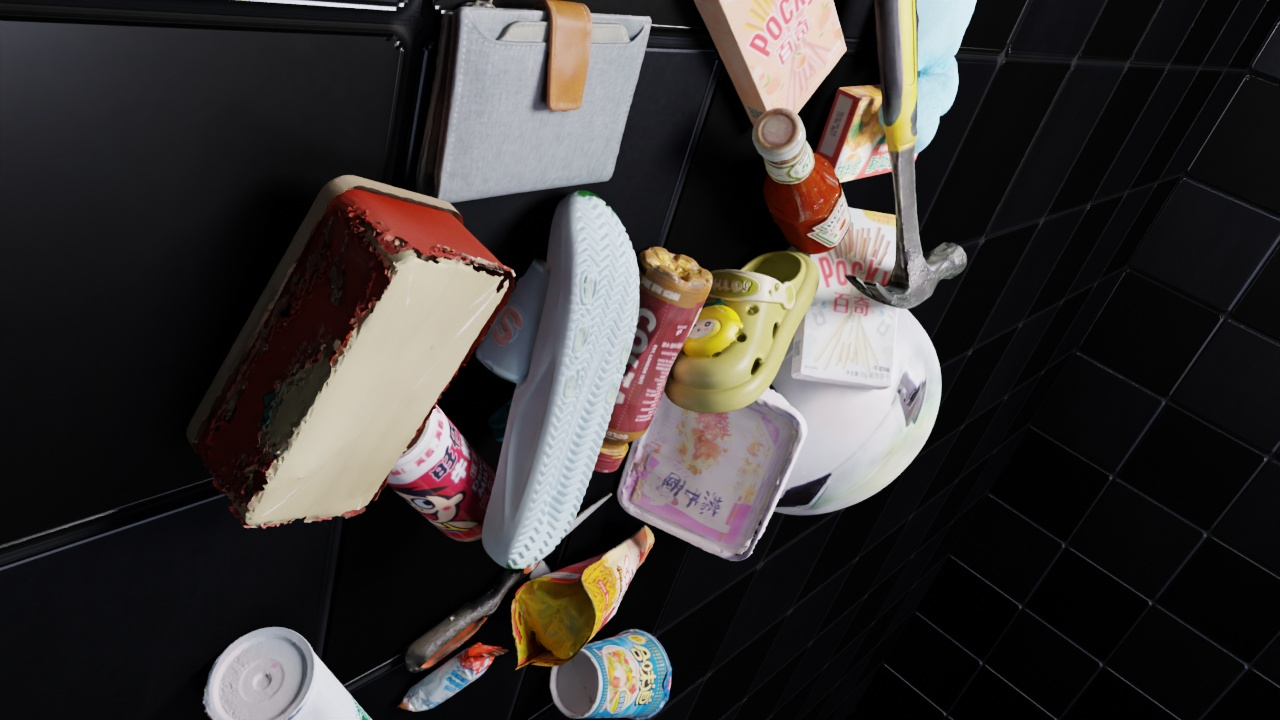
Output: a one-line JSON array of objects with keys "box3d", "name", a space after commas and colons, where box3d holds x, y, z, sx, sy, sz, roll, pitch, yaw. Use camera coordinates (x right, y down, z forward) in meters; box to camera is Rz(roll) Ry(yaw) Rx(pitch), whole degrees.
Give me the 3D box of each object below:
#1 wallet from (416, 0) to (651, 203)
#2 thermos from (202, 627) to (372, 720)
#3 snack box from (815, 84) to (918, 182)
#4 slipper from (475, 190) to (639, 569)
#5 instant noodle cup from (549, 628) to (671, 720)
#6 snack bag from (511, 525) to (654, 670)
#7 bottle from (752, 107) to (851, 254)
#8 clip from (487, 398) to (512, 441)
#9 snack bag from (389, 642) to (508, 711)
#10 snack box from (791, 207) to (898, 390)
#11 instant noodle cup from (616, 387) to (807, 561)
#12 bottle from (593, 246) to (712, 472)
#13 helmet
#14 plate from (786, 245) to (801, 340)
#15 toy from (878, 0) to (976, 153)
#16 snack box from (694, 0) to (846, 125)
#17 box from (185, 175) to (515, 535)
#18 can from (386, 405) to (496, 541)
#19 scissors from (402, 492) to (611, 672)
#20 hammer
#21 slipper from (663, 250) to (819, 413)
[{"box3d": [-0.052, -0.137, 0.487, 0.129, 0.037, 0.107, -19, 138, -45], "name": "wallet"}, {"box3d": [-0.222, 0.261, 0.641, 0.073, 0.073, 0.225, -39, 149, -25], "name": "thermos"}, {"box3d": [0.210, -0.204, 0.812, 0.155, 0.027, 0.077, -21, 137, -45], "name": "snack box"}, {"box3d": [-0.062, 0.013, 0.594, 0.104, 0.074, 0.245, 4, 102, -67], "name": "slipper"}, {"box3d": [-0.037, 0.342, 0.987, 0.109, 0.099, 0.099, 18, 106, -51], "name": "instant noodle cup"}, {"box3d": [-0.047, 0.219, 0.852, 0.128, 0.073, 0.207, -57, 165, 6], "name": "snack bag"}, {"box3d": [0.121, -0.134, 0.697, 0.060, 0.060, 0.206, -55, 160, 2], "name": "bottle"}, {"box3d": [-0.084, 0.034, 0.651, 0.056, 0.014, 0.046, -42, 148, -18], "name": "clip"}, {"box3d": [-0.159, 0.264, 0.761, 0.104, 0.026, 0.048, -39, 157, 14], "name": "snack bag"}, {"box3d": [0.182, -0.056, 0.805, 0.027, 0.084, 0.156, 134, -37, -78], "name": "snack box"}, {"box3d": [0.066, 0.081, 0.819, 0.060, 0.138, 0.174, -51, 161, -55], "name": "instant noodle cup"}, {"box3d": [-0.004, 0.004, 0.690, 0.057, 0.057, 0.175, -10, 129, -52], "name": "bottle"}, {"box3d": [0.201, 0.059, 0.907, 0.259, 0.146, 0.228, -57, 151, 7], "name": "helmet"}, {"box3d": [0.153, -0.030, 0.920, 0.229, 0.027, 0.231, -36, 147, -28], "name": "plate"}, {"box3d": [0.234, -0.263, 0.747, 0.161, 0.050, 0.156, -53, 139, -15], "name": "toy"}, {"box3d": [0.090, -0.225, 0.611, 0.084, 0.026, 0.157, -52, 152, -1], "name": "snack box"}, {"box3d": [-0.139, 0.005, 0.447, 0.169, 0.077, 0.091, -54, 153, 18], "name": "box"}, {"box3d": [-0.130, 0.068, 0.579, 0.053, 0.053, 0.133, -46, 151, -14], "name": "can"}, {"box3d": [-0.107, 0.176, 0.764, 0.220, 0.022, 0.230, -45, 152, -15], "name": "scissors"}, {"box3d": [0.201, -0.185, 0.707, 0.125, 0.032, 0.324, -32, 126, -28], "name": "hammer"}, {"box3d": [0.076, -0.041, 0.734, 0.190, 0.092, 0.082, -52, 131, -34], "name": "slipper"}]
